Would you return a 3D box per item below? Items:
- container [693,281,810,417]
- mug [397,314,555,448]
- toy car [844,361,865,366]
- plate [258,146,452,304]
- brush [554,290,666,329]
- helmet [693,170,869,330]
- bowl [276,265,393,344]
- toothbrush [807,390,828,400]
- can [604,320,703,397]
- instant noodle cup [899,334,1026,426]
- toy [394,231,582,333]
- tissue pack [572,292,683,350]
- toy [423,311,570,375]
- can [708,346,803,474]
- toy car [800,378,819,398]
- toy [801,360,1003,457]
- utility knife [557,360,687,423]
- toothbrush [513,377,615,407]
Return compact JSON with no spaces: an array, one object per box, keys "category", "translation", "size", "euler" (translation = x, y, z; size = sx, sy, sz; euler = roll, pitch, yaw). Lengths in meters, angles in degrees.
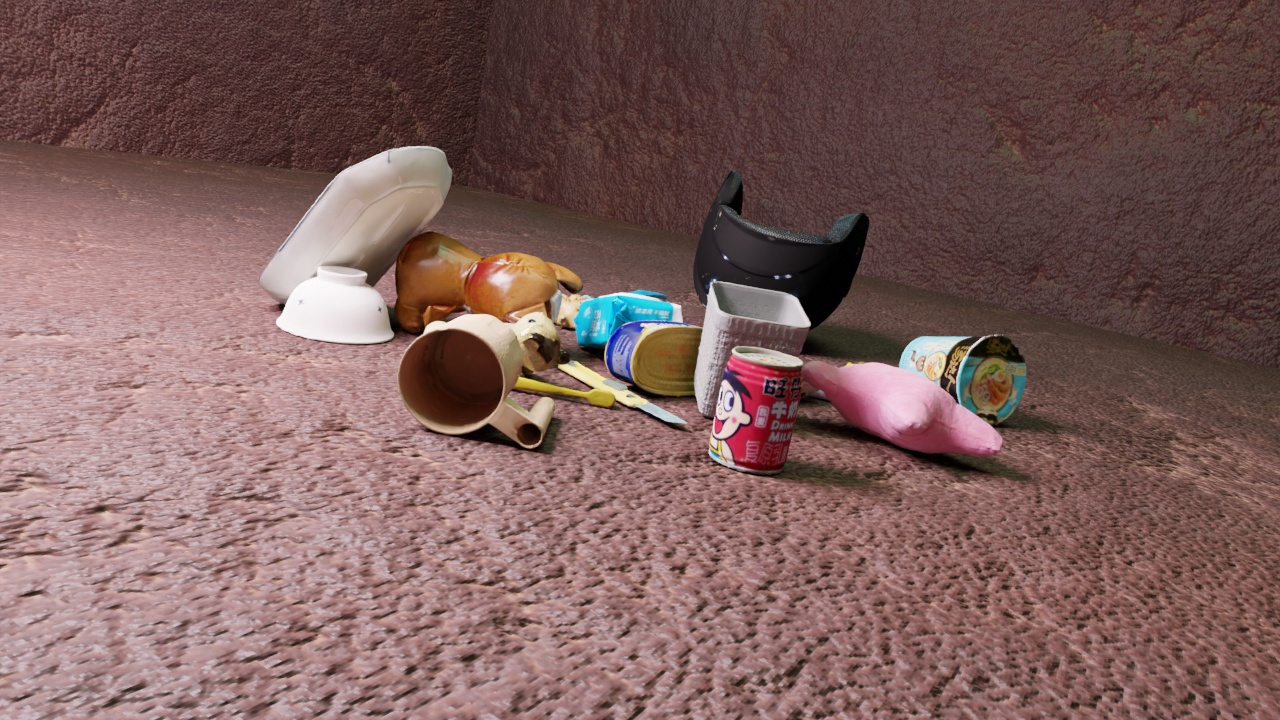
[{"category":"container","translation":[0.104,-0.004,0.902],"size":[0.090,0.114,0.090],"euler":[9,25,-6]},{"category":"mug","translation":[-0.125,0.018,0.748],"size":[0.124,0.084,0.103],"euler":[34,10,-5]},{"category":"toy car","translation":[0.281,0.036,1.066],"size":[0.105,0.048,0.032],"euler":[19,59,20]},{"category":"plate","translation":[-0.302,-0.132,0.997],"size":[0.034,0.266,0.161],"euler":[57,31,10]},{"category":"brush","translation":[-0.041,-0.080,1.289],"size":[0.083,0.046,0.254],"euler":[14,18,33]},{"category":"helmet","translation":[0.197,-0.142,1.370],"size":[0.233,0.230,0.274],"euler":[24,6,19]},{"category":"bowl","translation":[-0.315,-0.063,0.961],"size":[0.118,0.065,0.118],"euler":[10,12,-2]},{"category":"toothbrush","translation":[0.268,0.049,1.046],"size":[0.189,0.021,0.029],"euler":[12,-18,14]},{"category":"can","translation":[0.033,-0.003,0.963],"size":[0.148,0.075,0.049],"euler":[1,12,-41]},{"category":"instant noodle cup","translation":[0.384,0.017,1.121],"size":[0.111,0.111,0.120],"euler":[4,6,-28]},{"category":"toy","translation":[-0.172,-0.070,1.013],"size":[0.200,0.131,0.139],"euler":[5,44,14]},{"category":"tissue pack","translation":[-0.015,-0.043,1.065],"size":[0.090,0.063,0.140],"euler":[8,-3,-22]},{"category":"toy","translation":[-0.144,-0.018,0.898],"size":[0.157,0.066,0.105],"euler":[4,-16,31]},{"category":"can","translation":[0.097,0.040,0.767],"size":[0.066,0.094,0.066],"euler":[10,12,-2]},{"category":"toy car","translation":[0.166,0.026,1.026],"size":[0.090,0.035,0.042],"euler":[-5,21,-41]},{"category":"toy","translation":[0.273,0.051,0.925],"size":[0.178,0.074,0.195],"euler":[13,11,-43]},{"category":"utility knife","translation":[-0.024,0.031,0.908],"size":[0.030,0.021,0.207],"euler":[-6,24,-36]},{"category":"toothbrush","translation":[-0.117,0.020,0.866],"size":[0.190,0.016,0.016],"euler":[10,8,0]}]
